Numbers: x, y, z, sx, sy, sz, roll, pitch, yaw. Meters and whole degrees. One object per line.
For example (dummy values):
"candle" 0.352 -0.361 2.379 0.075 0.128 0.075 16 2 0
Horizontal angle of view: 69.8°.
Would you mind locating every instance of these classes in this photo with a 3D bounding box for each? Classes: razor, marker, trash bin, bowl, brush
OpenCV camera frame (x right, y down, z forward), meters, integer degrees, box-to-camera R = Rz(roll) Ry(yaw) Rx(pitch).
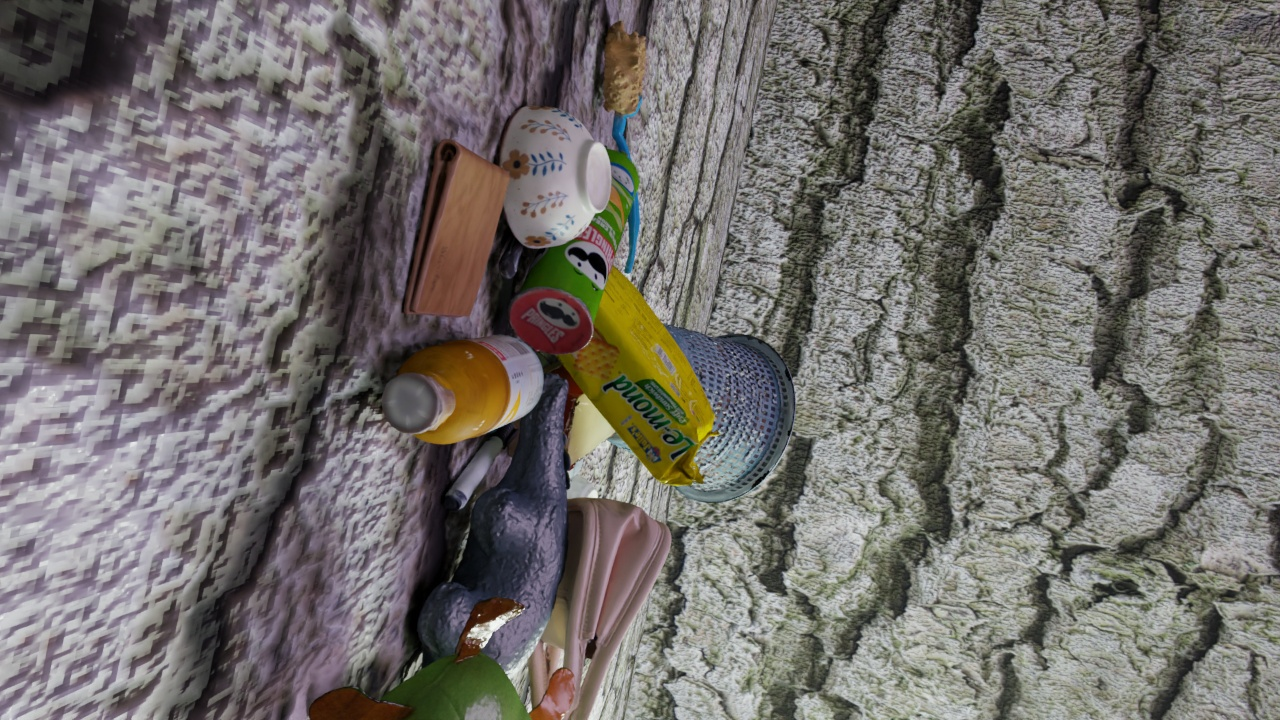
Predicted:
"razor" -0.093 -0.117 0.772 0.043 0.022 0.142 71 28 -43
"marker" -0.135 0.088 0.791 0.130 0.022 0.018 -64 166 -62
"trash bin" 0.044 0.047 1.130 0.195 0.227 0.226 24 76 -44
"bowl" -0.061 -0.146 0.733 0.113 0.062 0.113 5 89 -72
"brush" -0.013 -0.218 0.953 0.083 0.046 0.255 -69 157 -82

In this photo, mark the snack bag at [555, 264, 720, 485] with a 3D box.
"snack bag" -0.005 0.005 0.924 0.068 0.246 0.157 -36 -174 19

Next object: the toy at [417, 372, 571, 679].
"toy" -0.121 0.190 0.778 0.138 0.091 0.355 68 38 -66

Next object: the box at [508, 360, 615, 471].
"box" -0.064 0.054 0.960 0.168 0.079 0.091 -32 135 -69

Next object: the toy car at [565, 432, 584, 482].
"toy car" -0.091 0.119 1.085 0.120 0.037 0.054 -51 152 -66

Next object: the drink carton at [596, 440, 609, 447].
"drink carton" -0.052 0.052 1.207 0.054 0.045 0.122 78 22 -44

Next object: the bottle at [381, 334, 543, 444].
"bottle" -0.120 0.019 0.631 0.189 0.068 0.068 -23 124 -80

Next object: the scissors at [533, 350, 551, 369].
"scissors" -0.095 0.023 0.992 0.172 0.014 0.145 -61 160 -62

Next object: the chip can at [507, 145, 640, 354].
"chip can" -0.054 -0.107 0.833 0.235 0.072 0.072 -75 172 -47

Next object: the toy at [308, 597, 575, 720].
"toy" -0.130 0.285 0.648 0.226 0.090 0.247 -27 120 -33

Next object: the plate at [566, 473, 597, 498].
"plate" -0.099 0.243 1.177 0.205 0.045 0.205 13 89 -82

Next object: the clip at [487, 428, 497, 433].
"clip" -0.125 0.039 0.815 0.056 0.014 0.041 -69 168 -49

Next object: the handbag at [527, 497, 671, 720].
"handbag" -0.062 0.248 0.869 0.194 0.093 0.233 153 -47 -67

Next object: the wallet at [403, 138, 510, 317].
"wallet" -0.125 -0.085 0.627 0.101 0.020 0.115 -11 116 -79
